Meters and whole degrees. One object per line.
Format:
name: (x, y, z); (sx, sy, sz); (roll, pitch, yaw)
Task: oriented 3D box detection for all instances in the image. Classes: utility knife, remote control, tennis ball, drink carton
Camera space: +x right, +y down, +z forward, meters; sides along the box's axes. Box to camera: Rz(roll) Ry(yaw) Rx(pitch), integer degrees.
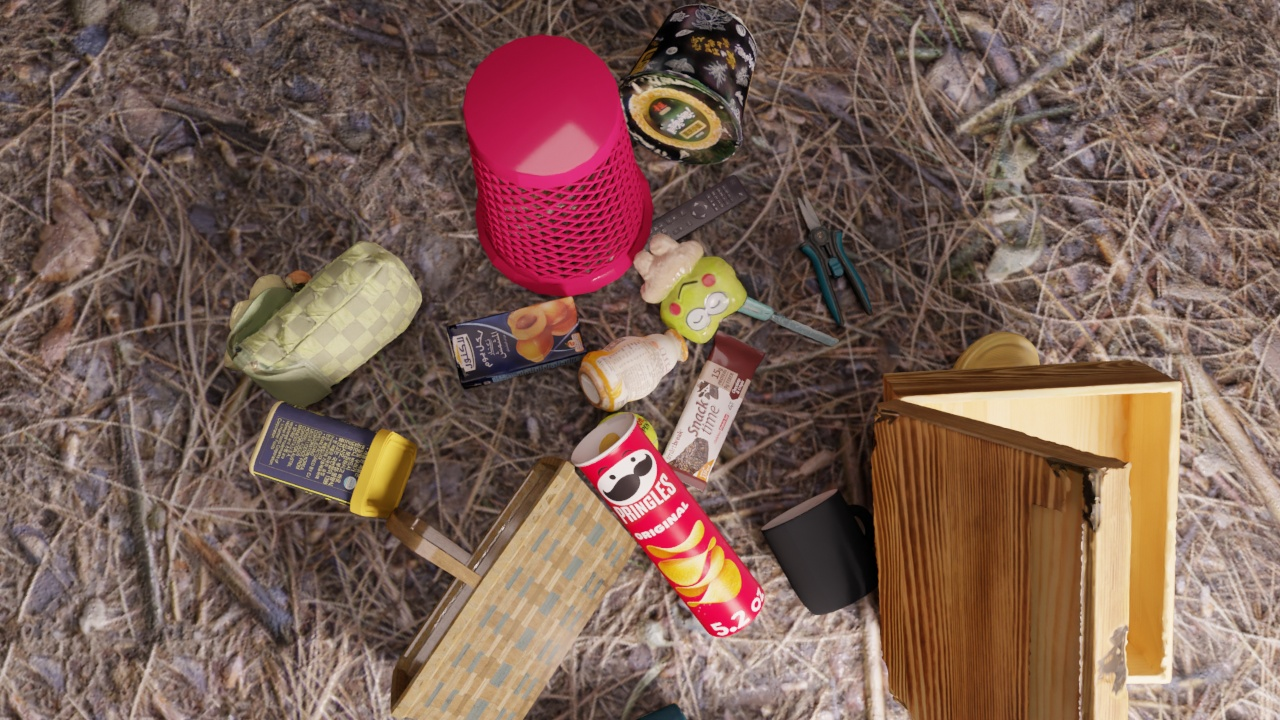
utility knife: (0.123, -0.053, 0.955); (0.179, 0.015, 0.022); (22, 112, -2)
remote control: (0.050, -0.149, 0.965); (0.136, 0.015, 0.032); (-31, 84, -9)
tennis ball: (-0.016, 0.083, 0.892); (0.065, 0.065, 0.065); (1, 80, -5)
drink carton: (-0.123, -0.017, 0.914); (0.130, 0.040, 0.064); (-14, 80, -7)

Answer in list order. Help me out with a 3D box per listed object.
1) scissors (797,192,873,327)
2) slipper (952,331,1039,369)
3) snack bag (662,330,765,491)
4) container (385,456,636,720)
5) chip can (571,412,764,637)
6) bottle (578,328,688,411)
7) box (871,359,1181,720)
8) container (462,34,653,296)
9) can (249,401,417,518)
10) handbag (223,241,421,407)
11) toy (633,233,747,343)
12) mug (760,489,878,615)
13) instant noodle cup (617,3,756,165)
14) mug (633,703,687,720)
scissors: (0.205, -0.106, 0.968); (0.140, 0.019, 0.128); (24, 85, 7)
slipper: (0.353, 0.099, 0.905); (0.099, 0.078, 0.263); (9, 86, -10)
snack bag: (0.071, 0.050, 0.933); (0.057, 0.013, 0.157); (26, 79, 2)
container: (-0.145, 0.190, 0.821); (0.186, 0.158, 0.249); (36, 79, -9)
chip can: (0.029, 0.154, 0.845); (0.069, 0.069, 0.220); (-39, 106, -10)
bottle: (-0.005, 0.005, 0.910); (0.108, 0.063, 0.063); (-26, 83, -22)
box: (0.302, 0.169, 0.732); (0.282, 0.314, 0.279); (-3, 103, 10)
container: (-0.080, -0.180, 0.844); (0.183, 0.226, 0.183); (0, 77, 0)
can: (-0.275, 0.091, 0.835); (0.104, 0.135, 0.075); (18, 79, 1)
handbag: (-0.309, -0.043, 0.876); (0.117, 0.113, 0.186); (42, 76, 17)
toy: (0.045, -0.076, 0.924); (0.115, 0.046, 0.092); (42, 111, -8)
mug: (0.189, 0.179, 0.891); (0.121, 0.085, 0.094); (-23, 82, -38)
instant noodle cup: (0.053, -0.286, 0.938); (0.137, 0.137, 0.112); (21, 69, -1)
mug: (-0.008, 0.369, 0.840); (0.121, 0.078, 0.078); (-24, 83, -14)
